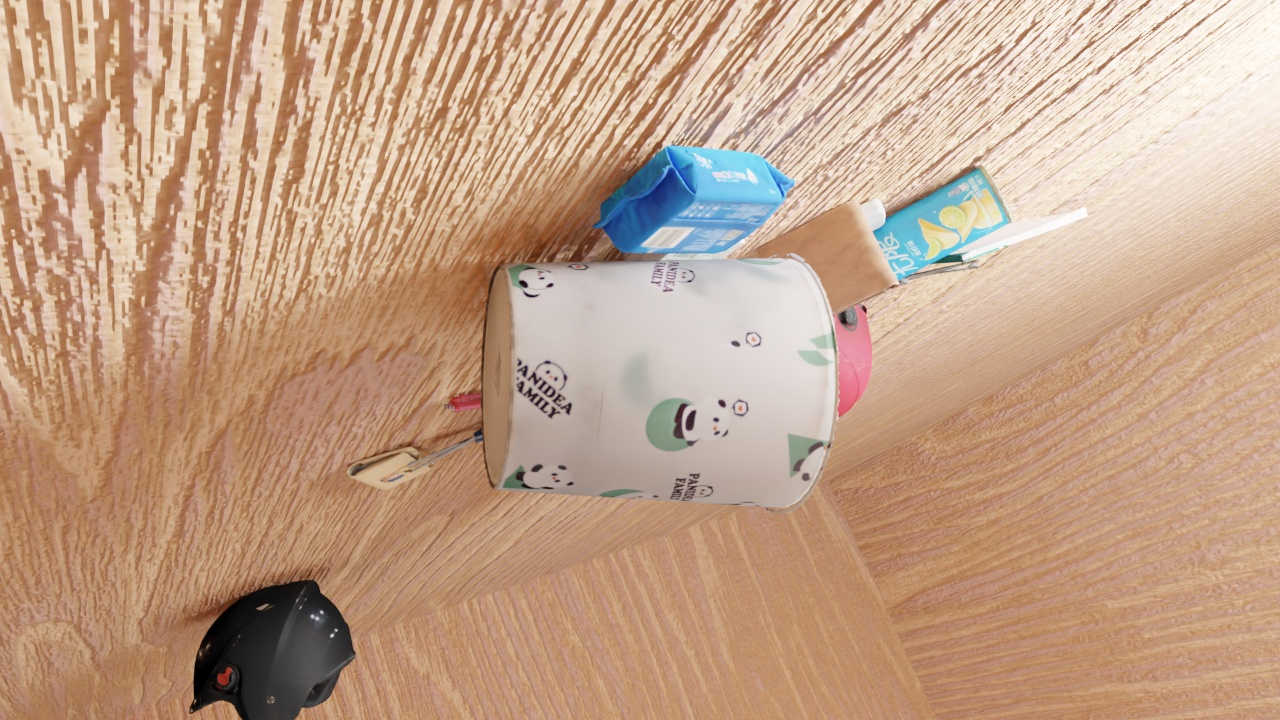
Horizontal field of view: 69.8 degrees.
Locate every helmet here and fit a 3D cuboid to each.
[{"bbox_3d":[-0.627,0.502,1.556,0.274,0.230,0.234,-12,170,-7],"label":"helmet"},{"bbox_3d":[0.185,0.010,1.134,0.207,0.143,0.239,-23,157,30],"label":"helmet"}]

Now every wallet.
[{"bbox_3d":[0.185,-0.094,0.922,0.115,0.101,0.020,-25,161,13],"label":"wallet"},{"bbox_3d":[-0.308,0.136,1.159,0.087,0.024,0.115,-24,162,-2],"label":"wallet"}]

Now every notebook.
[{"bbox_3d":[0.396,-0.140,1.079,0.150,0.012,0.209,-20,-174,-5],"label":"notebook"}]

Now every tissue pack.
[{"bbox_3d":[0.045,-0.126,0.722,0.156,0.052,0.095,-6,159,-44],"label":"tissue pack"}]

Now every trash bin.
[{"bbox_3d":[0.001,0.017,0.774,0.251,0.229,0.230,1,157,-16],"label":"trash bin"}]

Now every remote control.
[{"bbox_3d":[0.193,-0.127,0.968,0.136,0.020,0.056,-25,163,10],"label":"remote control"}]

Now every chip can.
[{"bbox_3d":[0.287,-0.129,0.996,0.211,0.071,0.071,-28,163,20],"label":"chip can"}]

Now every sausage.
[{"bbox_3d":[-0.157,0.042,1.058,0.155,0.020,0.020,-8,159,-40],"label":"sausage"}]

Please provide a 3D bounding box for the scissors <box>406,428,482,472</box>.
[{"bbox_3d":[-0.211,0.102,1.162,0.170,0.012,0.144,-32,165,14],"label":"scissors"}]

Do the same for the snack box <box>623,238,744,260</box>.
[{"bbox_3d":[0.016,-0.083,0.866,0.157,0.027,0.084,-34,160,37],"label":"snack box"}]

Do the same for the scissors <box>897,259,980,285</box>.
[{"bbox_3d":[0.296,-0.096,1.124,0.188,0.015,0.225,-4,172,-26],"label":"scissors"}]
